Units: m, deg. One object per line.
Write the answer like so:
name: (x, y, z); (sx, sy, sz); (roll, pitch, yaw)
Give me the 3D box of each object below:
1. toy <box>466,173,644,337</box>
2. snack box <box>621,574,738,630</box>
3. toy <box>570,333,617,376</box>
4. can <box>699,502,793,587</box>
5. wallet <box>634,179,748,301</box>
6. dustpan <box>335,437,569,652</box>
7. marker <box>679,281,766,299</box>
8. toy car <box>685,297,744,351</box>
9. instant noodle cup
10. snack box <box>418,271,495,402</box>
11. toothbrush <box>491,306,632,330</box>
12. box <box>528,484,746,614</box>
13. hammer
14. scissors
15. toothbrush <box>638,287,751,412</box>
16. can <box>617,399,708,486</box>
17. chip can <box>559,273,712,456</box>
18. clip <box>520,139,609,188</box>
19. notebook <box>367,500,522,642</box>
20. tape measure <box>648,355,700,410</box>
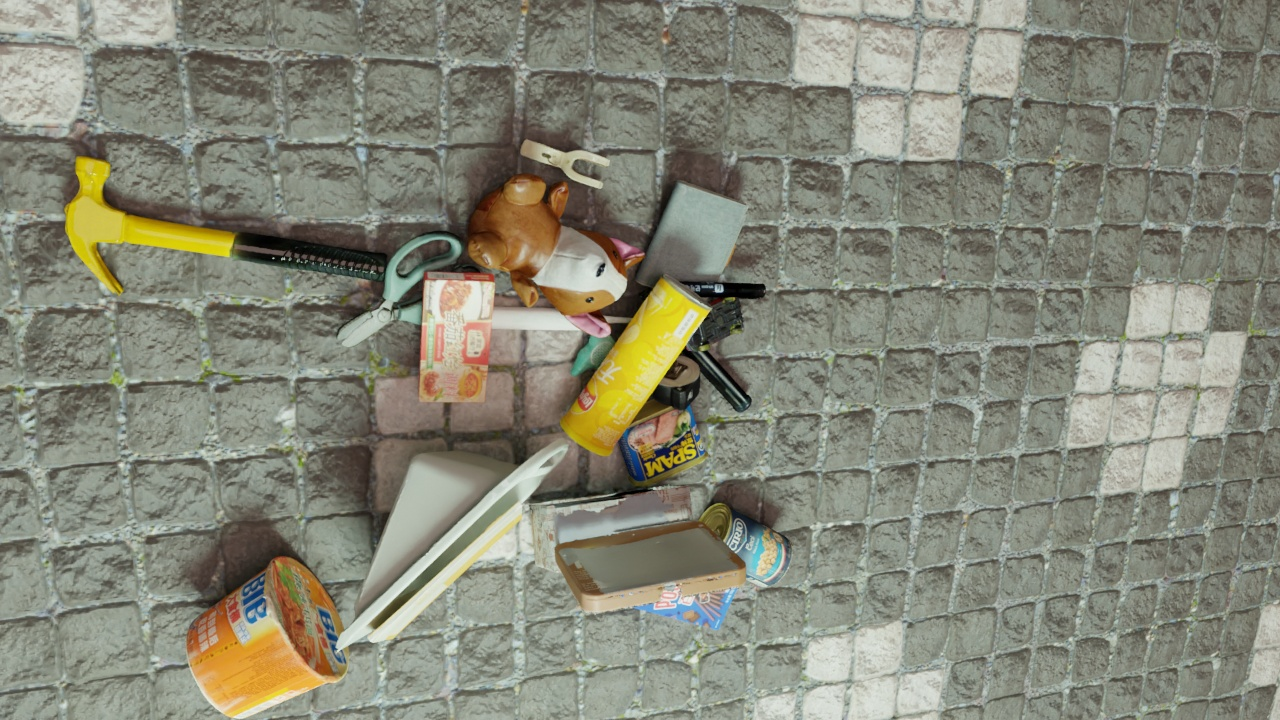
toy: (-0.088, -0.117, 1.007); (0.199, 0.130, 0.140); (35, 82, -33)
snack box: (0.051, 0.295, 1.205); (0.157, 0.026, 0.084); (21, 96, -23)
toy: (-0.026, -0.007, 1.099); (0.092, 0.030, 0.096); (27, 101, -27)
can: (0.134, 0.242, 1.194); (0.111, 0.075, 0.075); (30, 92, -24)
wallet: (0.063, -0.140, 1.090); (0.106, 0.037, 0.130); (14, 112, -25)
dustpan: (-0.182, 0.188, 0.990); (0.143, 0.222, 0.257); (17, 88, 7)
marker: (0.086, -0.084, 1.095); (0.132, 0.020, 0.022); (-1, 149, -17)
toy car: (0.085, -0.045, 1.111); (0.106, 0.031, 0.049); (-28, 110, -40)
instant noodle cup: (-0.404, 0.304, 0.991); (0.111, 0.151, 0.151); (-30, 111, -1)
snack box: (-0.204, -0.024, 1.012); (0.075, 0.025, 0.153); (2, 119, -16)
toothbrush: (-0.085, -0.049, 1.070); (0.220, 0.026, 0.027); (0, 146, -19)
box: (-0.012, 0.201, 1.023); (0.178, 0.261, 0.102); (-6, 86, -18)
hammer: (-0.414, -0.117, 0.935); (0.300, 0.033, 0.129); (7, 102, -20)
scissors: (-0.258, -0.082, 0.979); (0.185, 0.019, 0.129); (-22, 129, -24)
toothbrush: (0.068, -0.012, 1.126); (0.027, 0.026, 0.212); (-39, 116, 7)
can: (0.022, 0.096, 1.129); (0.102, 0.057, 0.083); (-23, 108, -13)
chip can: (-0.006, 0.006, 1.052); (0.072, 0.072, 0.213); (30, 102, -23)
clip: (-0.077, -0.220, 1.030); (0.101, 0.096, 0.035); (20, 100, 20)
notebook: (-0.211, 0.237, 1.028); (0.206, 0.146, 0.010); (-42, 83, -16)
tape measure: (0.039, 0.024, 1.107); (0.065, 0.066, 0.034); (-48, 148, -43)
